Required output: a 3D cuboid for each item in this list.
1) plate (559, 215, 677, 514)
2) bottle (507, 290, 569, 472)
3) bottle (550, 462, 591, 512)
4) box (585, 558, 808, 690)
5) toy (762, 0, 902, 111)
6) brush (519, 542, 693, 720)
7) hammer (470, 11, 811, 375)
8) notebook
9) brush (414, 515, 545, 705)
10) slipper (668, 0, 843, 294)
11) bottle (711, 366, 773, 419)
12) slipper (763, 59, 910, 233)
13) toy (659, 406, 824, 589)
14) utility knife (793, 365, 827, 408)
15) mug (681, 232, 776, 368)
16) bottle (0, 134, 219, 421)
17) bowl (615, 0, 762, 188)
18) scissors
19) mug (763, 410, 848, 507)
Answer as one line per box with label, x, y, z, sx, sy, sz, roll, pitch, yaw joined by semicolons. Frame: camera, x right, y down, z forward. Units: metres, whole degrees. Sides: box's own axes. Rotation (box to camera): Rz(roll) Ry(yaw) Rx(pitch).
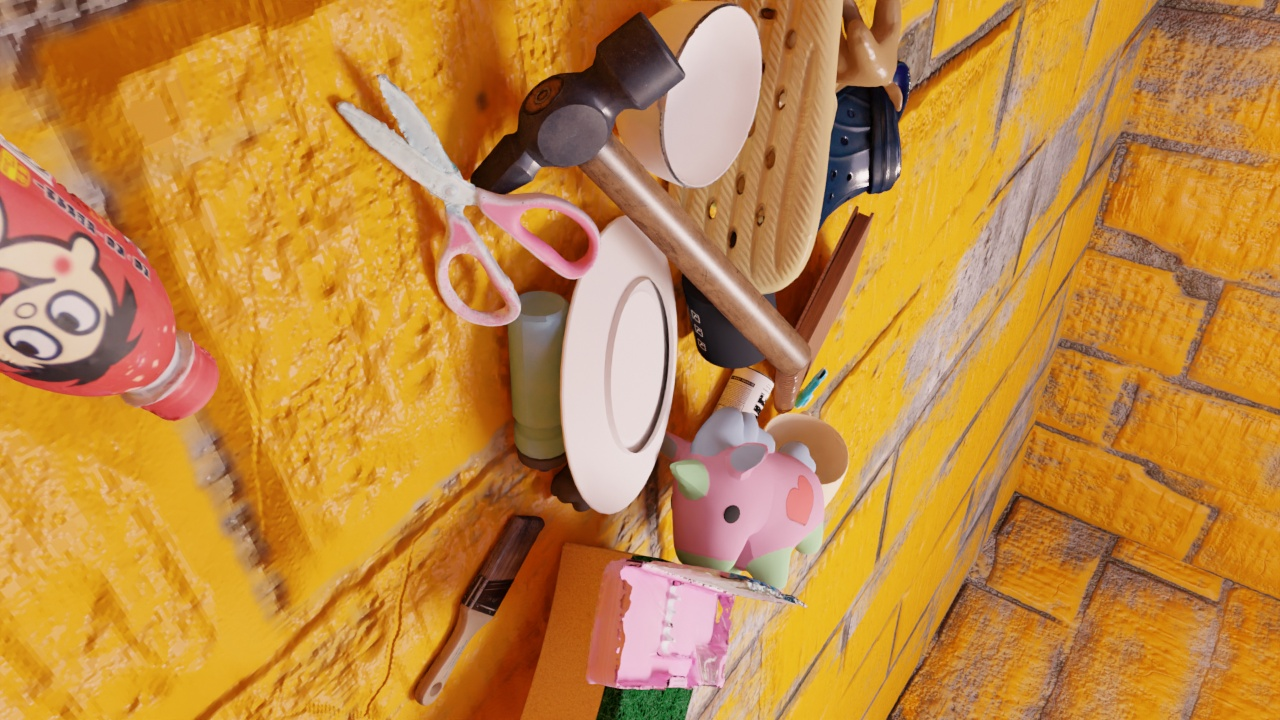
plate;-0.004;0.004;0.643;0.208;0.015;0.208;5;90;-69
bottle;-0.064;0.020;0.597;0.040;0.040;0.130;-35;138;-43
bottle;-0.027;0.061;0.691;0.109;0.036;0.036;-58;150;-15
box;0.056;0.205;0.679;0.230;0.106;0.086;40;58;-61
toy;0.142;-0.234;0.700;0.133;0.108;0.106;-49;130;-29
brush;-0.024;0.287;0.746;0.195;0.075;0.249;56;45;-55
hammer;0.034;-0.066;0.585;0.129;0.040;0.321;-34;140;15
notebook;0.178;-0.039;0.912;0.169;0.022;0.210;-62;167;-8
brush;-0.115;0.175;0.652;0.151;0.012;0.039;-59;150;-11
slipper;0.085;-0.181;0.657;0.079;0.111;0.262;-53;151;-66
bottle;0.084;0.063;0.871;0.116;0.041;0.041;-62;150;-8
slipper;0.192;-0.197;0.815;0.252;0.095;0.105;-49;149;-35
toy;0.099;0.112;0.806;0.221;0.120;0.171;-25;114;-48
utility knife;0.187;0.027;0.996;0.022;0.015;0.124;-51;171;-19
mug;0.077;-0.057;0.758;0.077;0.071;0.104;73;22;-49
bottle;-0.203;-0.022;0.318;0.061;0.062;0.137;-57;148;-17
bowl;0.023;-0.171;0.582;0.113;0.063;0.114;-37;139;-42
scissors;-0.103;-0.073;0.478;0.105;0.016;0.179;-37;139;18
mug;0.163;0.115;0.988;0.100;0.096;0.119;105;1;-46
